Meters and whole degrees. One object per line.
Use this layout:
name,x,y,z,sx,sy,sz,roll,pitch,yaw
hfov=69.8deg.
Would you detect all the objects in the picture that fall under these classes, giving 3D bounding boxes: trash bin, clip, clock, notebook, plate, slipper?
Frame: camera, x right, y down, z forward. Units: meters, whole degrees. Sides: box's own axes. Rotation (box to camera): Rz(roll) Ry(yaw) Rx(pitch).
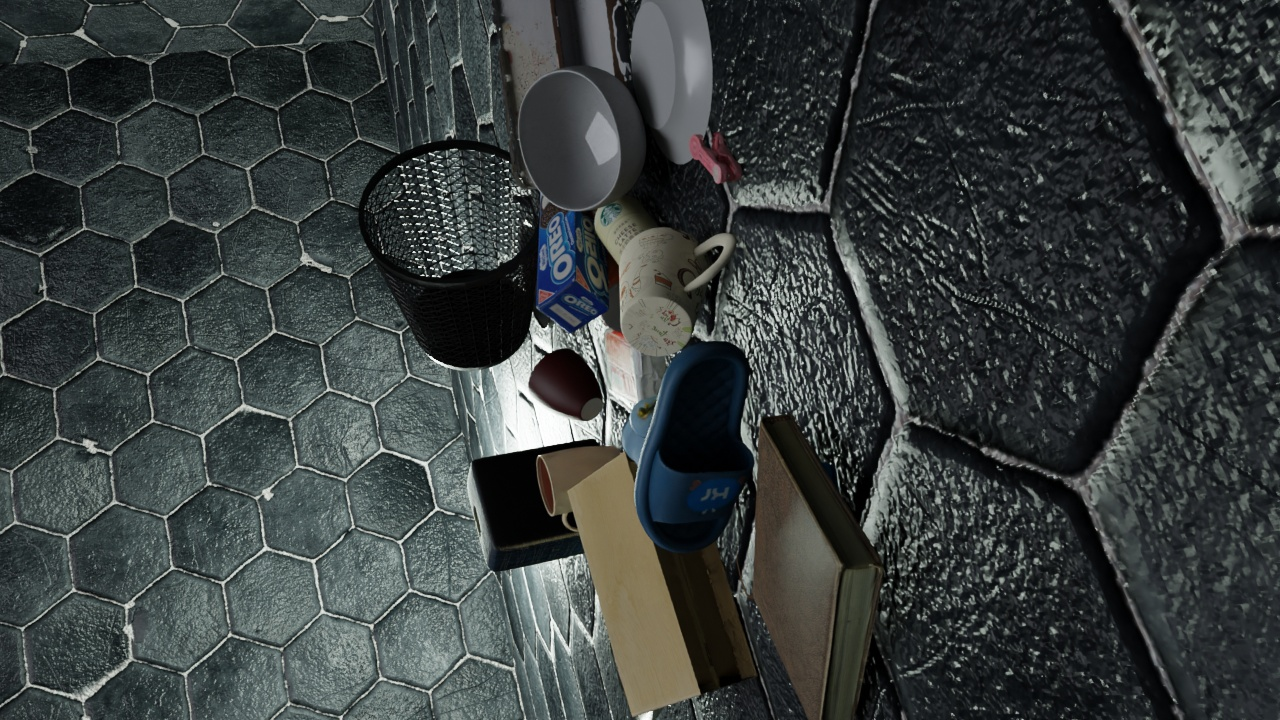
trash bin,-0.227,-0.117,1.180,0.244,0.216,0.216,97,156,-59
clip,0.056,-0.161,0.731,0.022,0.038,0.059,101,149,-42
clock,0.031,0.065,0.852,0.125,0.088,0.051,94,153,-45
notebook,0.115,0.151,0.693,0.190,0.034,0.216,-116,16,-48
plate,0.019,-0.261,0.810,0.173,0.019,0.173,169,90,-72
slipper,0.050,0.083,0.789,0.059,0.103,0.214,-130,38,-53

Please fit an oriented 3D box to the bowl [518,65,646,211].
bowl,-0.048,-0.212,0.873,0.132,0.064,0.132,18,120,35

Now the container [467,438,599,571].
container,-0.131,0.195,1.258,0.071,0.187,0.145,109,146,-51

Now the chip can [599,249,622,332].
chip can,-0.049,-0.106,1.037,0.210,0.062,0.062,-127,31,-54

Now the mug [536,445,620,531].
mug,-0.072,0.167,1.199,0.085,0.104,0.111,163,95,-73

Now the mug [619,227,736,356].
mug,0.033,-0.064,0.770,0.081,0.122,0.097,46,-152,-24

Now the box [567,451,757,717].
box,0.015,0.224,0.948,0.141,0.122,0.248,113,142,-66

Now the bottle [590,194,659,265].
bottle,-0.008,-0.123,0.912,0.162,0.056,0.057,-121,27,-48

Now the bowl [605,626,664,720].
bowl,0.015,0.331,1.081,0.177,0.070,0.177,169,90,-73

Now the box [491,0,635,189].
box,-0.081,-0.288,0.935,0.154,0.058,0.216,1,104,34

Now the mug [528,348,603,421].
mug,-0.087,0.050,1.243,0.088,0.087,0.114,39,168,38

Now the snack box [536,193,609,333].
snack box,-0.073,-0.133,0.981,0.059,0.059,0.226,39,-146,-37

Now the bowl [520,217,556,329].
bowl,-0.118,-0.121,1.250,0.151,0.056,0.150,168,90,-72

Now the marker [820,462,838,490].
marker,0.142,0.133,0.672,0.018,0.015,0.123,-153,51,-72

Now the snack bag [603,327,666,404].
snack bag,-0.006,0.006,1.014,0.116,0.036,0.077,-156,58,-69
